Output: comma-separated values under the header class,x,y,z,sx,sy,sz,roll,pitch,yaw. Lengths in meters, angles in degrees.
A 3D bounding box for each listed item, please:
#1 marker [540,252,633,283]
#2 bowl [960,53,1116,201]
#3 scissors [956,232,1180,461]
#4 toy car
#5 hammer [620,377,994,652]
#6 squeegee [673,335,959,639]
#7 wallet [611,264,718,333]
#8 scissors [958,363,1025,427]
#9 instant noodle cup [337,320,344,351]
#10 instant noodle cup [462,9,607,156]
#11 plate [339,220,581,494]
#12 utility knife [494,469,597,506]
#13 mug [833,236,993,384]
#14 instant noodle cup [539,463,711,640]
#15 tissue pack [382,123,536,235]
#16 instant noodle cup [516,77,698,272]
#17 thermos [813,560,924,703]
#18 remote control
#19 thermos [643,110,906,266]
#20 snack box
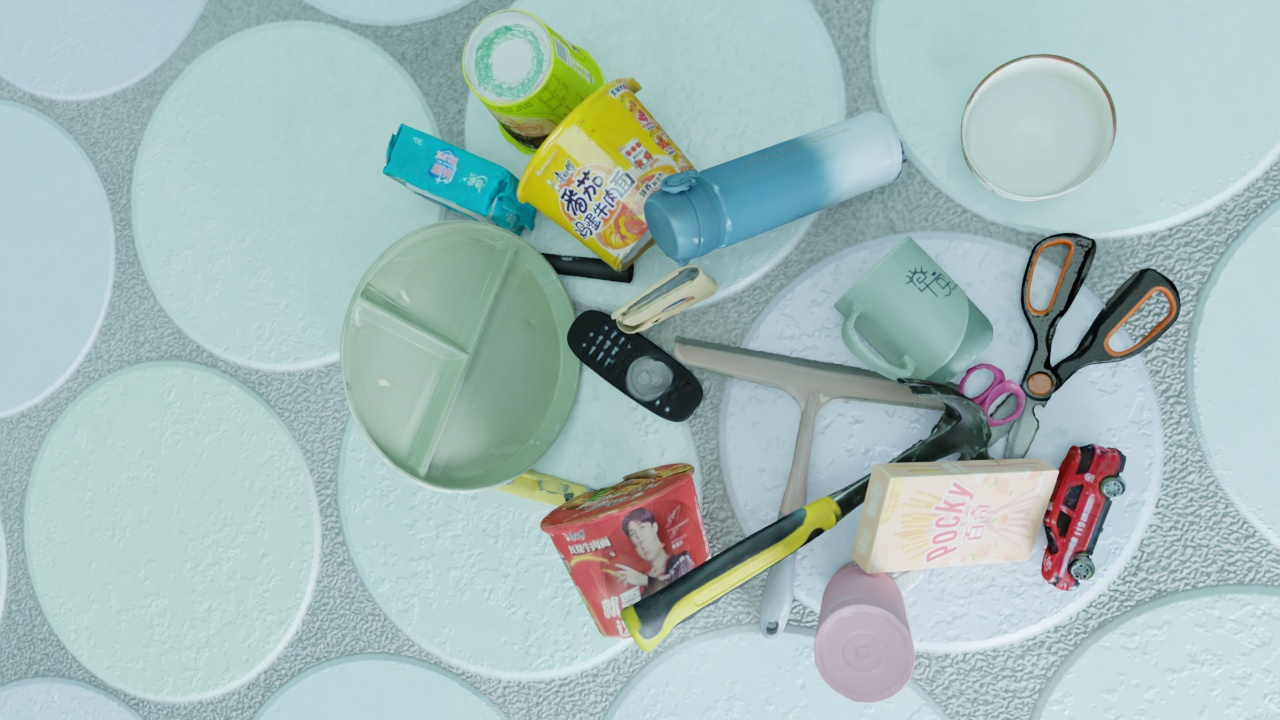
class,x,y,z,sx,sy,sz,roll,pitch,yaw
marker,-0.071,-0.087,0.847,0.132,0.020,0.022,7,107,13
bowl,0.315,-0.181,0.740,0.113,0.062,0.113,0,89,14
scissors,0.328,-0.002,0.758,0.230,0.021,0.190,-31,77,16
toy car,0.347,0.123,0.731,0.045,0.053,0.120,17,90,14
hammer,0.129,0.122,0.708,0.323,0.032,0.126,-30,118,-5
squeegee,0.130,0.122,0.781,0.248,0.040,0.249,9,94,6
wallet,0.021,-0.049,0.775,0.087,0.115,0.024,-27,85,10
scissors,0.254,0.059,0.757,0.133,0.017,0.056,-44,83,8
instant noodle cup,-0.217,-0.006,0.821,0.099,0.110,0.099,-1,76,6
instant noodle cup,-0.097,-0.246,0.803,0.112,0.123,0.111,0,89,13
plate,-0.148,-0.003,0.779,0.028,0.229,0.230,2,89,50
utility knife,-0.110,0.111,0.856,0.166,0.018,0.031,13,97,8
mug,0.214,-0.027,0.738,0.111,0.082,0.106,-37,83,-31
instant noodle cup,-0.002,0.161,0.769,0.138,0.137,0.108,-19,93,11
tissue pack,-0.160,-0.159,0.831,0.133,0.093,0.050,25,89,13
instant noodle cup,-0.020,-0.151,0.783,0.110,0.138,0.138,44,98,2
thermos,0.177,0.190,0.692,0.087,0.198,0.067,-31,80,12
remote control,-0.005,0.005,0.826,0.136,0.024,0.053,36,89,8
thermos,0.107,-0.140,0.731,0.220,0.070,0.070,-23,82,-21
snack box,0.245,0.119,0.714,0.157,0.026,0.084,0,112,-20
